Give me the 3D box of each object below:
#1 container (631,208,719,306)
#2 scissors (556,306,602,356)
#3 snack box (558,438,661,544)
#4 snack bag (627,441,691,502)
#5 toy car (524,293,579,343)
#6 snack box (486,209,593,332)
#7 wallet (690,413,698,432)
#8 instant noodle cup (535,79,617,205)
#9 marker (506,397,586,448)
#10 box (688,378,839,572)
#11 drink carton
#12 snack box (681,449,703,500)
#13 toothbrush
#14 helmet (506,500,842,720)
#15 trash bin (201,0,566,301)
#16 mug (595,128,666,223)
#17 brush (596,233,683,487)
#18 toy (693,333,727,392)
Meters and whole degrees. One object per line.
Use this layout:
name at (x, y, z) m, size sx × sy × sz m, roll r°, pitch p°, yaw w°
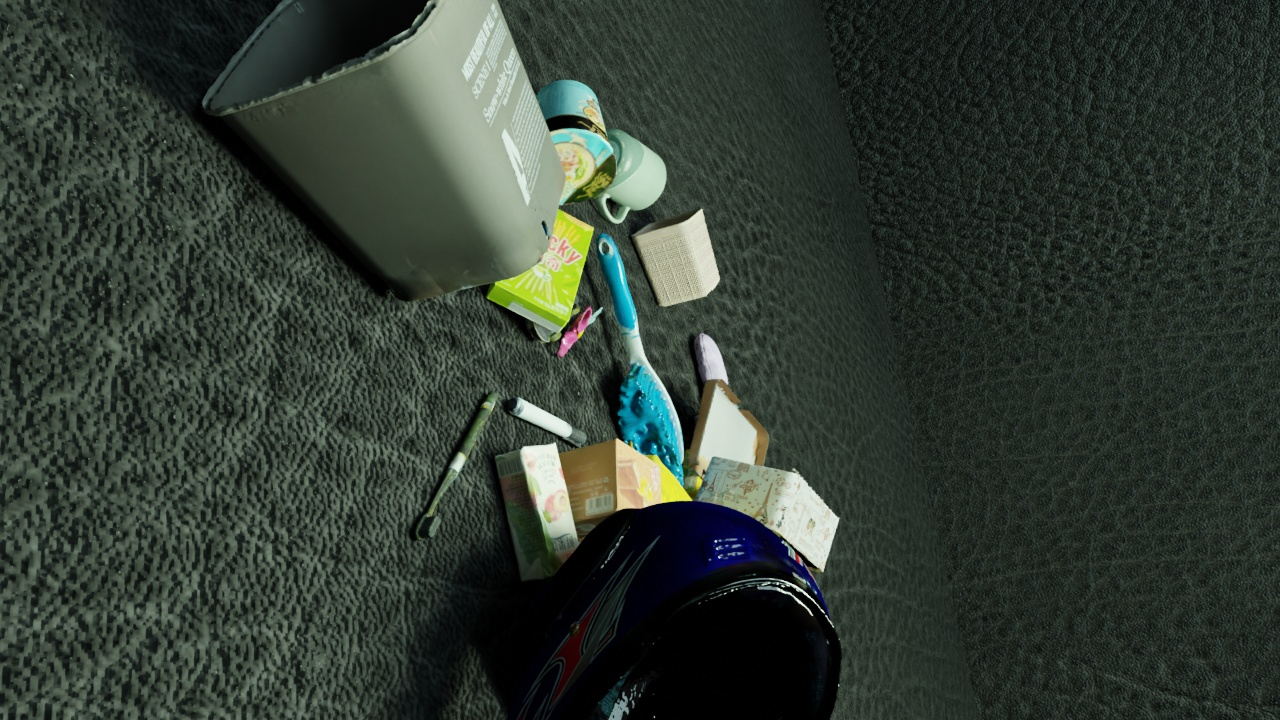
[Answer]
container at (0.055, -0.145, 1.305) m, size 0.111 × 0.090 × 0.090 m, roll 70°, pitch 25°, yaw -15°
scissors at (-0.060, -0.048, 1.049) m, size 0.017 × 0.072 × 0.136 m, roll 34°, pitch 25°, yaw 3°
snack box at (-0.039, 0.138, 0.932) m, size 0.094 × 0.093 × 0.077 m, roll 38°, pitch 43°, yaw -51°
snack bag at (0.034, 0.227, 1.065) m, size 0.246 × 0.068 × 0.157 m, roll 54°, pitch 32°, yaw -38°
toy car at (-0.098, -0.053, 0.993) m, size 0.042 × 0.035 × 0.090 m, roll 60°, pitch 34°, yaw -24°
snack box at (-0.104, -0.106, 0.975) m, size 0.085 × 0.026 × 0.156 m, roll 27°, pitch 44°, yaw -16°
wallet at (0.111, 0.119, 1.350) m, size 0.120 × 0.019 × 0.097 m, roll -13°, pitch 85°, yaw -64°
instant noodle cup at (-0.086, -0.262, 1.069) m, size 0.111 × 0.111 × 0.120 m, roll 46°, pitch 29°, yaw -46°
marker at (-0.095, 0.066, 0.949) m, size 0.130 × 0.018 × 0.022 m, roll 34°, pitch 56°, yaw -55°
box at (0.172, 0.153, 1.204) m, size 0.180 × 0.158 × 0.217 m, roll 46°, pitch 50°, yaw -45°
drink carton at (-0.097, 0.143, 0.865) m, size 0.053 × 0.046 × 0.122 m, roll -2°, pitch 77°, yaw -59°
snack box at (0.097, 0.196, 1.256) m, size 0.140 × 0.034 × 0.086 m, roll 58°, pitch 29°, yaw -28°
toothbrush at (-0.157, 0.087, 0.807) m, size 0.185 × 0.017 × 0.012 m, roll -71°, pitch 142°, yaw -51°
helmet at (0.008, 0.266, 0.781) m, size 0.315 × 0.241 × 0.247 m, roll -44°, pitch 107°, yaw -14°
trash bin at (-0.177, -0.183, 0.732) m, size 0.198 × 0.199 × 0.220 m, roll -81°, pitch 151°, yaw -42°
mug at (-0.029, -0.239, 1.205) m, size 0.106 × 0.082 × 0.112 m, roll 14°, pitch 95°, yaw -62°
brush at (-0.007, 0.006, 1.113) m, size 0.109 × 0.061 × 0.315 m, roll -64°, pitch 137°, yaw -64°
toy at (0.107, 0.011, 1.379) m, size 0.084 × 0.039 × 0.108 m, roll 25°, pitch 47°, yaw -77°
